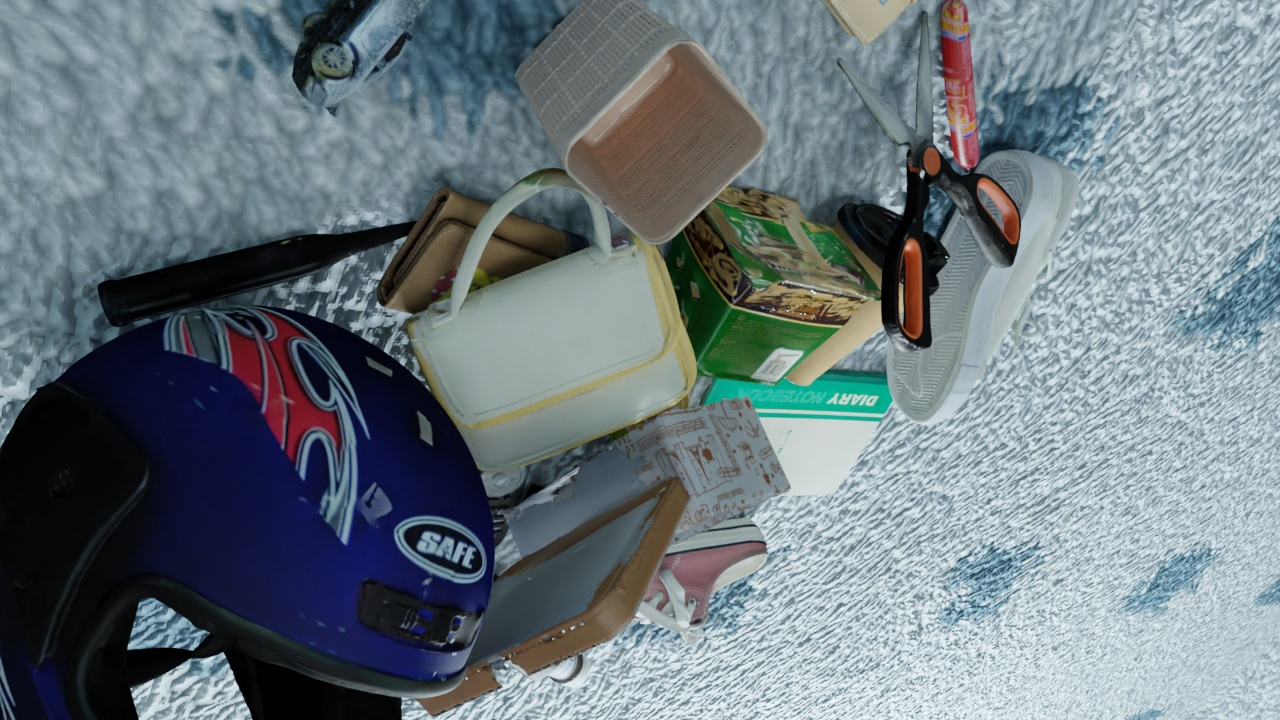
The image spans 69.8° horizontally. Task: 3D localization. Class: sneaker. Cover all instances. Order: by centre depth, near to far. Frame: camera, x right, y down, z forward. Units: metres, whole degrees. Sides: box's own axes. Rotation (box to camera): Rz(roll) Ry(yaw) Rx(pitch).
[{"bbox_3d":[0.287,-0.056,0.766,0.090,0.089,0.243,-2,123,-33],"label":"sneaker"},{"bbox_3d":[0.022,0.211,0.843,0.240,0.087,0.119,-6,143,-27],"label":"sneaker"}]

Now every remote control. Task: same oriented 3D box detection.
[{"bbox_3d":[-0.118,0.099,0.724,0.053,0.024,0.137,3,126,-28],"label":"remote control"}]

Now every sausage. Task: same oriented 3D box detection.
[{"bbox_3d":[0.227,-0.193,0.653,0.020,0.020,0.156,-30,136,-1],"label":"sausage"}]

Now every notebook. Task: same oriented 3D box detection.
[{"bbox_3d":[0.131,0.068,0.840,0.208,0.012,0.151,3,126,-30],"label":"notebook"}]

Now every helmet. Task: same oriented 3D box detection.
[{"bbox_3d":[-0.195,0.111,0.484,0.240,0.315,0.247,-43,147,7],"label":"helmet"}]

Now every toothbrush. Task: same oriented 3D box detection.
[{"bbox_3d":[-0.198,-0.060,0.538,0.212,0.026,0.027,-18,141,-19],"label":"toothbrush"}]

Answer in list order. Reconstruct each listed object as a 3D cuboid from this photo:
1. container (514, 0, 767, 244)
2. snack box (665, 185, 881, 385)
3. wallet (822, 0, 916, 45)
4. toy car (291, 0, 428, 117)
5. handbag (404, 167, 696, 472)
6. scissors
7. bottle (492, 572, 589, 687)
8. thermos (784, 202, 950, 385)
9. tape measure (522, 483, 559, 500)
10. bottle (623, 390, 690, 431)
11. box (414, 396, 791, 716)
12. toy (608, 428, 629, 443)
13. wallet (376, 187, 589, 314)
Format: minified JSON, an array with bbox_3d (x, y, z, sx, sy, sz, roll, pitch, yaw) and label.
[{"bbox_3d":[-0.005,-0.142,0.507,0.090,0.111,0.090,-43,135,12],"label":"container"},{"bbox_3d":[0.076,-0.045,0.637,0.118,0.117,0.106,7,129,-29],"label":"snack box"},{"bbox_3d":[0.158,-0.258,0.557,0.115,0.024,0.087,-45,130,14],"label":"wallet"},{"bbox_3d":[-0.128,-0.175,0.453,0.121,0.054,0.036,-46,131,13],"label":"toy car"},{"bbox_3d":[-0.058,-0.024,0.559,0.163,0.063,0.179,-21,130,-3],"label":"handbag"},{"bbox_3d":[0.194,-0.113,0.620,0.234,0.022,0.220,23,76,-37],"label":"scissors"},{"bbox_3d":[-0.099,0.253,0.832,0.044,0.080,0.195,-35,139,-1],"label":"bottle"},{"bbox_3d":[0.155,-0.049,0.698,0.093,0.093,0.144,15,127,-37],"label":"thermos"},{"bbox_3d":[-0.075,0.135,0.760,0.057,0.039,0.057,23,100,-29],"label":"tape measure"},{"bbox_3d":[-0.004,0.004,0.672,0.063,0.063,0.108,-28,133,-3],"label":"bottle"},{"bbox_3d":[-0.025,0.121,0.614,0.179,0.110,0.258,-33,166,33],"label":"box"},{"bbox_3d":[0.023,0.069,0.764,0.096,0.031,0.100,-12,130,-6],"label":"toy"},{"bbox_3d":[-0.097,-0.056,0.581,0.115,0.033,0.090,16,122,-45],"label":"wallet"}]
